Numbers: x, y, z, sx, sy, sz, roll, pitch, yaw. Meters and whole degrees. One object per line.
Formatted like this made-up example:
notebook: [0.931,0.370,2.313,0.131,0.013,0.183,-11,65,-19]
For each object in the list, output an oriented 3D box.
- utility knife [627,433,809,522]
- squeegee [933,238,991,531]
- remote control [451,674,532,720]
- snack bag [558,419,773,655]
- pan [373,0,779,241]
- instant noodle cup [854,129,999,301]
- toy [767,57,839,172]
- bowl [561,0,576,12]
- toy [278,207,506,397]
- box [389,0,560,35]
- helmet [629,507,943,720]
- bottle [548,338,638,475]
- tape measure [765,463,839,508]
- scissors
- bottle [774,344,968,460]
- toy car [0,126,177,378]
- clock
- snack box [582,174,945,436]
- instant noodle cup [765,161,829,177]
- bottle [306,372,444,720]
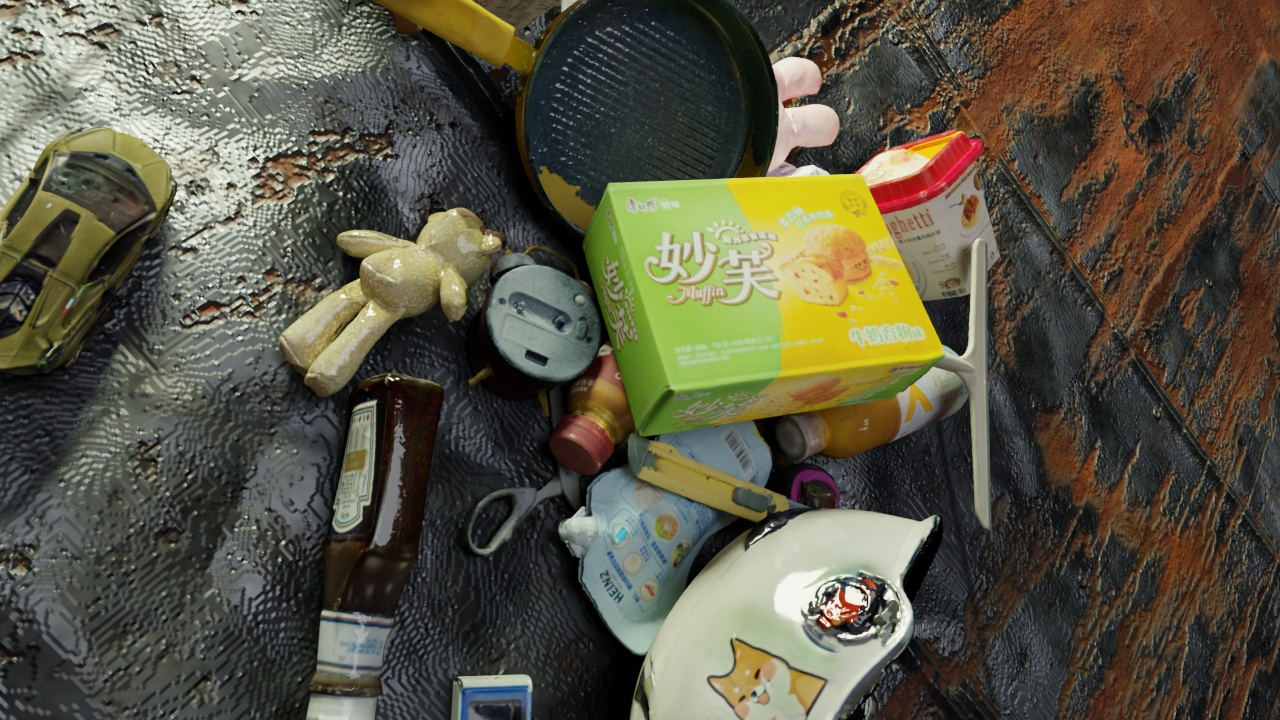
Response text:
utility knife: [0.075,0.097,0.660,0.216,0.022,0.031,24,85,-35]
squeegee: [0.176,-0.010,0.705,0.246,0.039,0.246,11,73,-16]
remote control: [-0.092,0.255,0.550,0.049,0.024,0.124,10,73,-30]
snack bag: [0.023,0.103,0.650,0.190,0.039,0.110,-43,115,-37]
pan: [-0.053,-0.190,0.611,0.357,0.078,0.198,19,100,-28]
instant noodle cup: [0.256,-0.125,0.830,0.116,0.117,0.124,-43,113,-33]
toy: [0.099,-0.215,0.781,0.159,0.054,0.121,-11,79,-29]
bowl: [0.004,-0.271,0.725,0.118,0.118,0.064,67,18,1]
toy: [-0.155,-0.040,0.578,0.105,0.066,0.156,28,58,26]
box: [-0.143,-0.331,0.608,0.174,0.152,0.182,-6,79,-51]
helmet: [0.082,0.206,0.582,0.157,0.230,0.273,16,64,17]
bottle: [-0.004,0.004,0.651,0.057,0.058,0.174,44,55,-14]
tape measure: [0.129,0.109,0.719,0.057,0.039,0.057,16,69,-28]
scissors: [-0.055,0.082,0.631,0.159,0.014,0.179,-6,77,-36]
bottle: [0.193,0.037,0.763,0.189,0.068,0.068,-18,86,-31]
toy car: [-0.312,-0.063,0.494,0.070,0.042,0.157,29,60,-23]
clock: [-0.071,-0.027,0.622,0.082,0.055,0.121,24,59,-20]
snack box: [0.082,-0.043,0.628,0.209,0.070,0.157,-7,64,-23]
instant noodle cup: [0.140,-0.083,0.770,0.137,0.060,0.173,-33,94,-34]
bottle: [-0.154,0.107,0.520,0.044,0.080,0.194,17,70,-33]
